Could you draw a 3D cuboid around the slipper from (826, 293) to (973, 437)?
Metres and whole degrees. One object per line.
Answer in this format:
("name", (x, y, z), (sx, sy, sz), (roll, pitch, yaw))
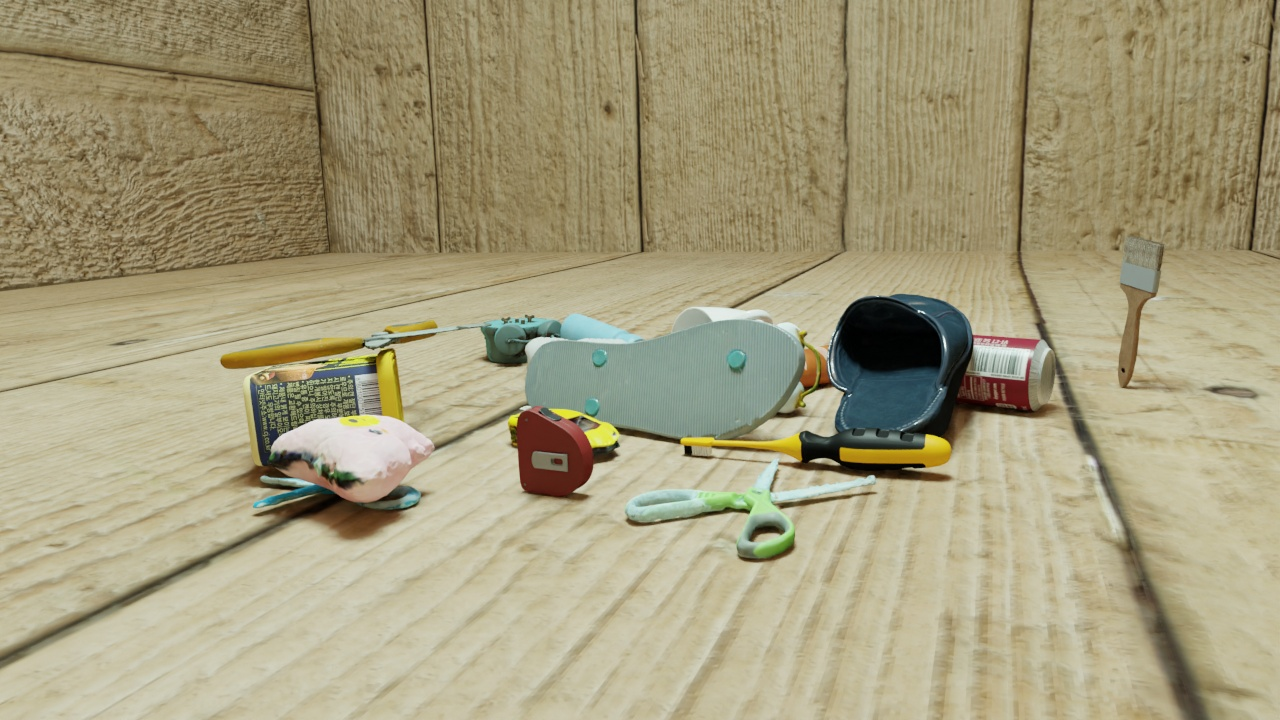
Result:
("slipper", (0.213, -0.019, 0.767), (0.109, 0.083, 0.264), (-10, 21, 26))

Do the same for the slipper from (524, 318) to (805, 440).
("slipper", (0.018, 0.024, 0.781), (0.269, 0.098, 0.054), (-4, -16, 32))

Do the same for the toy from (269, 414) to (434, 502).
("toy", (-0.182, 0.062, 0.607), (0.102, 0.050, 0.093), (13, 18, 37))

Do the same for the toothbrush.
("toothbrush", (0.123, 0.063, 0.668), (0.197, 0.031, 0.031), (0, 15, 23))

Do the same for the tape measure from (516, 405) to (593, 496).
("tape measure", (-0.059, 0.062, 0.619), (0.051, 0.059, 0.019), (3, 12, 25))

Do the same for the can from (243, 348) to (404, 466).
("can", (-0.244, 0.035, 0.725), (0.104, 0.075, 0.135), (-7, 5, -13))

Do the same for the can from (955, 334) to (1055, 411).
("can", (0.308, 0.009, 0.829), (0.114, 0.063, 0.063), (7, 14, 37))

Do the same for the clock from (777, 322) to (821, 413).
("clock", (0.107, 0.006, 0.829), (0.118, 0.083, 0.057), (4, 6, 35))

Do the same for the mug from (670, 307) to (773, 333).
("mug", (0.097, -0.022, 0.932), (0.087, 0.081, 0.114), (-2, -24, -36))

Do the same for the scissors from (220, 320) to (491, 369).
("scissors", (-0.224, -0.017, 0.765), (0.225, 0.016, 0.229), (-7, 6, 9))

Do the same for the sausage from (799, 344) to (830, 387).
("sausage", (0.179, 0.003, 0.931), (0.164, 0.044, 0.039), (-9, 23, -32))

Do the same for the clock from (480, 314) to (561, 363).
("clock", (-0.144, -0.027, 1.117), (0.090, 0.053, 0.124), (-8, 12, -27))

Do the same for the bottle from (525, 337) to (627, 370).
("bottle", (-0.057, -0.002, 0.996), (0.136, 0.044, 0.044), (2, 11, 17))

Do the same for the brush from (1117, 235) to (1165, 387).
("brush", (0.463, -0.043, 0.863), (0.008, 0.143, 0.045), (-5, 20, -12))

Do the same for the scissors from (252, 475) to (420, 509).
("scissors", (-0.205, 0.086, 0.653), (0.134, 0.011, 0.140), (0, 11, 17))

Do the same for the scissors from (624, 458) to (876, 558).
("scissors", (0.069, 0.086, 0.586), (0.166, 0.024, 0.171), (-5, 8, 14))

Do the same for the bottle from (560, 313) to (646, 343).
("bottle", (-0.036, -0.019, 1.054), (0.130, 0.040, 0.040), (21, 23, 38))

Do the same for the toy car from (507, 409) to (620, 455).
("toy car", (-0.061, 0.056, 0.731), (0.107, 0.030, 0.049), (10, 15, 42))
